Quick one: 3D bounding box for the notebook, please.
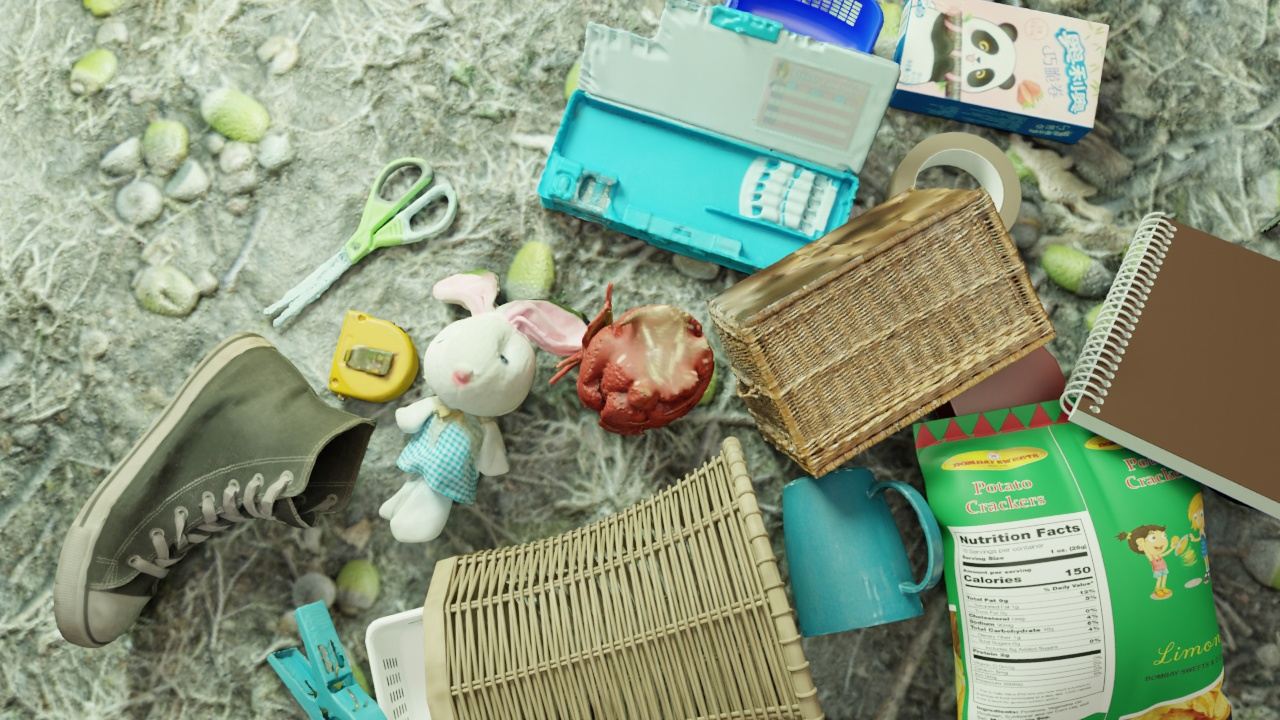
[{"bbox_3d":[0.397,-0.002,0.617,0.172,0.022,0.208,28,58,19],"label":"notebook"}]

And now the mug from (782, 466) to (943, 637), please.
[{"bbox_3d":[0.150,0.124,0.620,0.084,0.112,0.104,4,68,-42],"label":"mug"}]

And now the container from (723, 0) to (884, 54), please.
[{"bbox_3d":[0.116,-0.241,0.700,0.114,0.058,0.096,23,82,4],"label":"container"}]

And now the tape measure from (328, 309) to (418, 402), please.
[{"bbox_3d":[-0.196,0.002,0.678,0.059,0.030,0.068,13,82,4],"label":"tape measure"}]

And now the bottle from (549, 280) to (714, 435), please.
[{"bbox_3d":[-0.004,0.004,0.632,0.099,0.111,0.099,1,80,-7],"label":"bottle"}]

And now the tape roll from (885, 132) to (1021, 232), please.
[{"bbox_3d":[0.236,-0.123,0.695,0.094,0.030,0.093,0,81,0],"label":"tape roll"}]

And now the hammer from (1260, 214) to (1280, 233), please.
[{"bbox_3d":[0.526,0.022,0.671,0.132,0.033,0.330,7,81,0],"label":"hammer"}]

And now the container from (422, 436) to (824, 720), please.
[{"bbox_3d":[-0.001,0.184,0.559,0.196,0.227,0.226,-17,81,4],"label":"container"}]

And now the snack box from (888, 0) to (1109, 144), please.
[{"bbox_3d":[0.275,-0.228,0.711,0.154,0.033,0.088,12,82,2],"label":"snack box"}]

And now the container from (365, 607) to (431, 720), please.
[{"bbox_3d":[-0.132,0.232,0.630,0.081,0.049,0.129,-14,81,-2],"label":"container"}]

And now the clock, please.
[{"bbox_3d":[0.263,0.033,0.663,0.087,0.044,0.124,-31,82,-5],"label":"clock"}]

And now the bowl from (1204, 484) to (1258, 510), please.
[{"bbox_3d":[0.438,0.051,0.650,0.121,0.056,0.121,-4,70,12],"label":"bowl"}]

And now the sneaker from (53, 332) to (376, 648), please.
[{"bbox_3d":[-0.289,0.107,0.627,0.120,0.095,0.234,30,73,14],"label":"sneaker"}]

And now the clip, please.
[{"bbox_3d":[-0.197,0.217,0.606,0.114,0.028,0.126,-46,67,34],"label":"clip"}]

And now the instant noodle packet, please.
[{"bbox_3d":[0.293,0.152,0.616,0.195,0.090,0.252,-9,92,-6],"label":"instant noodle packet"}]

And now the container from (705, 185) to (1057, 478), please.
[{"bbox_3d":[0.153,-0.026,0.619,0.198,0.114,0.113,-29,104,-2],"label":"container"}]

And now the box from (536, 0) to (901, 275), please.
[{"bbox_3d":[0.054,-0.164,0.682,0.227,0.074,0.181,18,106,3],"label":"box"}]

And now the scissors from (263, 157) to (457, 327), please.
[{"bbox_3d":[-0.220,-0.088,0.702,0.175,0.033,0.072,-40,86,-9],"label":"scissors"}]

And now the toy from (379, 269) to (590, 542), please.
[{"bbox_3d":[-0.128,0.028,0.637,0.131,0.106,0.205,25,80,7],"label":"toy"}]
